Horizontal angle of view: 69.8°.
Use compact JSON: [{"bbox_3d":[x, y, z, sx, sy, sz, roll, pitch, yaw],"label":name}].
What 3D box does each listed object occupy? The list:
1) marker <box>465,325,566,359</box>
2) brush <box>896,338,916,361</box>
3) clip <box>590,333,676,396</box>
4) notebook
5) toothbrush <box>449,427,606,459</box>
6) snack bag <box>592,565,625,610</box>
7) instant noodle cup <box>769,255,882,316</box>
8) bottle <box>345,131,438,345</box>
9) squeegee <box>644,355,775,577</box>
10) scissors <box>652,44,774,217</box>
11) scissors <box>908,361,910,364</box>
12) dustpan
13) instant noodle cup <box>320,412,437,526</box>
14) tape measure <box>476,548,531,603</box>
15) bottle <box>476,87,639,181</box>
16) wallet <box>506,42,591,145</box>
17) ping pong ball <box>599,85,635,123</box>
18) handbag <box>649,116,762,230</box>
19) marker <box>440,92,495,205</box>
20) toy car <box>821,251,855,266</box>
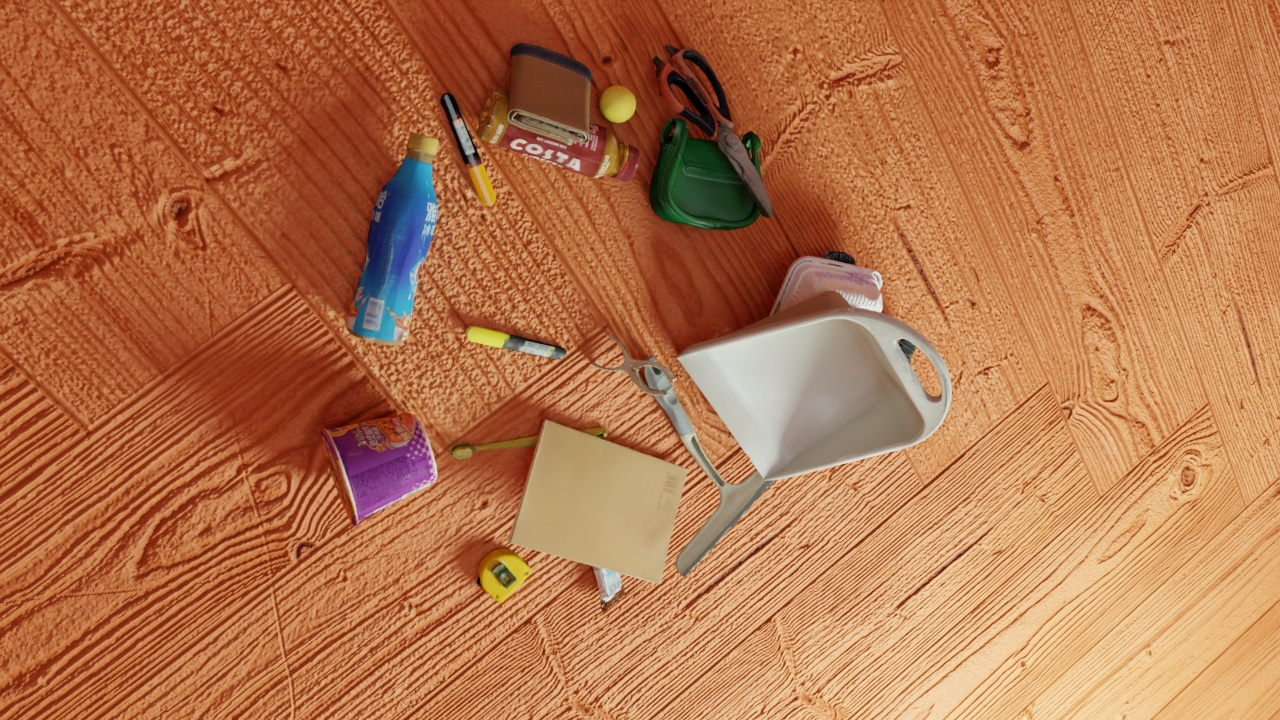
[{"bbox_3d":[-0.142,-0.020,1.057,0.124,0.015,0.018,13,100,-27],"label":"marker"},{"bbox_3d":[0.305,0.020,1.218,0.069,0.063,0.146,27,96,5],"label":"brush"},{"bbox_3d":[-0.007,0.010,1.087,0.101,0.034,0.076,29,95,4],"label":"clip"},{"bbox_3d":[-0.044,0.173,1.110,0.211,0.012,0.149,22,77,-28],"label":"notebook"},{"bbox_3d":[-0.130,0.098,1.091,0.190,0.016,0.016,-5,107,-20],"label":"toothbrush"},{"bbox_3d":[-0.044,0.265,1.164,0.045,0.026,0.105,-32,116,-43],"label":"snack bag"},{"bbox_3d":[0.229,-0.035,1.147,0.138,0.060,0.174,8,116,-23],"label":"instant noodle cup"},{"bbox_3d":[-0.252,-0.127,0.956,0.065,0.065,0.219,12,99,-24],"label":"bottle"},{"bbox_3d":[0.064,0.096,1.154,0.245,0.039,0.246,-42,110,-26],"label":"squeegee"},{"bbox_3d":[0.081,-0.248,1.018,0.176,0.015,0.210,11,68,-24],"label":"scissors"},{"bbox_3d":[0.263,0.020,1.148,0.162,0.012,0.176,-2,123,-17],"label":"scissors"},{"bbox_3d":[0.211,0.038,1.059,0.258,0.142,0.223,-32,112,12],"label":"dustpan"},{"bbox_3d":[-0.281,0.109,0.992,0.099,0.112,0.112,-21,111,-25],"label":"instant noodle cup"},{"bbox_3d":[-0.168,0.260,1.115,0.060,0.029,0.057,-43,114,-6],"label":"tape measure"},{"bbox_3d":[-0.086,-0.239,0.992,0.174,0.057,0.057,15,99,-24],"label":"bottle"},{"bbox_3d":[-0.094,-0.276,0.951,0.090,0.115,0.033,14,138,-21],"label":"wallet"},{"bbox_3d":[-0.025,-0.283,1.012,0.040,0.040,0.040,-6,106,-20],"label":"ping pong ball"},{"bbox_3d":[0.078,-0.211,1.057,0.131,0.068,0.120,3,98,-21],"label":"handbag"},{"bbox_3d":[-0.185,-0.225,0.982,0.018,0.015,0.124,-26,110,-15],"label":"marker"},{"bbox_3d":[0.238,-0.090,1.171,0.049,0.031,0.106,6,116,-20],"label":"toy car"}]
